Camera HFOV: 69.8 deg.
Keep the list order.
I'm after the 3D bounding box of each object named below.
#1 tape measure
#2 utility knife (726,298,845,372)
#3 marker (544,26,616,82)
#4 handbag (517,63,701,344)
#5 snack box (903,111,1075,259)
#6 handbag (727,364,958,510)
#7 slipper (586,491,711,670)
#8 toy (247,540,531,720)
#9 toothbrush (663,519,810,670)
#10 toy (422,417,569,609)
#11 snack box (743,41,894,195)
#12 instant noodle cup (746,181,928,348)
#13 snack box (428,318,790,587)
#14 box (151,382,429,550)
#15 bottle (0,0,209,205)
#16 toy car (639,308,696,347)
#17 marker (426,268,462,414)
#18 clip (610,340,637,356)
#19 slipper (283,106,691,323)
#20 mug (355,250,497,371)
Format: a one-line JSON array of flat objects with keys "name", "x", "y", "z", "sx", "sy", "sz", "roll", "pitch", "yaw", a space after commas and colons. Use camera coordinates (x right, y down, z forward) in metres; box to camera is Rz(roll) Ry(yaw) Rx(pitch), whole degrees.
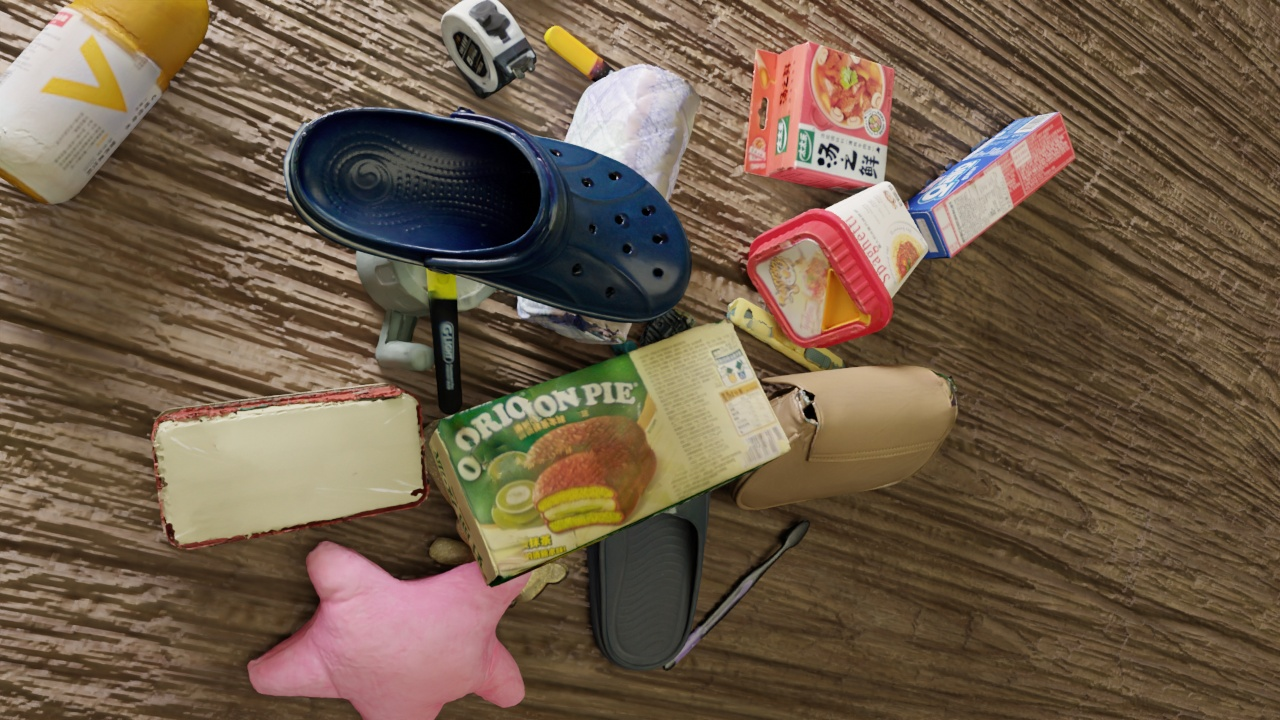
[{"name": "tape measure", "x": -0.113, "y": -0.230, "z": 0.668, "sx": 0.033, "sy": 0.066, "sz": 0.066, "roll": -43, "pitch": 112, "yaw": -24}, {"name": "utility knife", "x": 0.137, "y": -0.014, "z": 0.841, "sx": 0.151, "sy": 0.018, "sz": 0.031, "roll": 27, "pitch": 74, "yaw": -21}, {"name": "marker", "x": -0.026, "y": -0.228, "z": 0.743, "sx": 0.123, "sy": 0.015, "sz": 0.018, "roll": 31, "pitch": 80, "yaw": -28}, {"name": "handbag", "x": -0.030, "y": -0.110, "z": 0.680, "sx": 0.075, "sy": 0.134, "sz": 0.193, "roll": 19, "pitch": 83, "yaw": -28}, {"name": "snack box", "x": 0.342, "y": -0.175, "z": 0.912, "sx": 0.207, "sy": 0.057, "sz": 0.058, "roll": -36, "pitch": 110, "yaw": -21}, {"name": "handbag", "x": 0.167, "y": 0.059, "z": 0.792, "sx": 0.204, "sy": 0.148, "sz": 0.099, "roll": -4, "pitch": 57, "yaw": -29}, {"name": "slipper", "x": 0.013, "y": 0.129, "z": 0.734, "sx": 0.110, "sy": 0.083, "sz": 0.268, "roll": 0, "pitch": 97, "yaw": -14}, {"name": "toy", "x": -0.177, "y": 0.212, "z": 0.657, "sx": 0.194, "sy": 0.074, "sz": 0.179, "roll": 4, "pitch": 106, "yaw": -15}, {"name": "toothbrush", "x": 0.087, "y": 0.209, "z": 0.829, "sx": 0.188, "sy": 0.017, "sz": 0.014, "roll": -42, "pitch": 98, "yaw": -16}, {"name": "toy", "x": -0.116, "y": 0.113, "z": 0.694, "sx": 0.105, "sy": 0.066, "sz": 0.157, "roll": -25, "pitch": 101, "yaw": 7}, {"name": "snack box", "x": 0.162, "y": -0.216, "z": 0.823, "sx": 0.127, "sy": 0.044, "sz": 0.113, "roll": 5, "pitch": 90, "yaw": -27}, {"name": "instant noodle cup", "x": 0.178, "y": -0.089, "z": 0.803, "sx": 0.124, "sy": 0.117, "sz": 0.116, "roll": -39, "pitch": 100, "yaw": -33}, {"name": "snack box", "x": -0.019, "y": 0.062, "z": 0.660, "sx": 0.239, "sy": 0.063, "sz": 0.114, "roll": -21, "pitch": 78, "yaw": -24}, {"name": "box", "x": -0.231, "y": 0.066, "z": 0.616, "sx": 0.168, "sy": 0.079, "sz": 0.091, "roll": -7, "pitch": 97, "yaw": -27}, {"name": "bottle", "x": -0.325, "y": -0.184, "z": 0.560, "sx": 0.068, "sy": 0.068, "sz": 0.189, "roll": 39, "pitch": 75, "yaw": -24}, {"name": "toy car", "x": 0.043, "y": 0.003, "z": 0.781, "sx": 0.049, "sy": 0.031, "sz": 0.105, "roll": -46, "pitch": 111, "yaw": -12}, {"name": "marker", "x": -0.125, "y": -0.027, "z": 0.585, "sx": 0.018, "sy": 0.015, "sz": 0.124, "roll": -5, "pitch": 94, "yaw": -23}, {"name": "clip", "x": -0.005, "y": 0.005, "z": 0.762, "sx": 0.013, "sy": 0.038, "sz": 0.055, "roll": -37, "pitch": 115, "yaw": -18}, {"name": "slipper", "x": -0.078, "y": -0.095, "z": 0.545, "sx": 0.252, "sy": 0.095, "sz": 0.105, "roll": 13, "pitch": 84, "yaw": -19}, {"name": "mug", "x": -0.150, "y": -0.053, "z": 0.638, "sx": 0.083, "sy": 0.103, "sz": 0.124, "roll": 14, "pitch": 85, "yaw": -27}]
